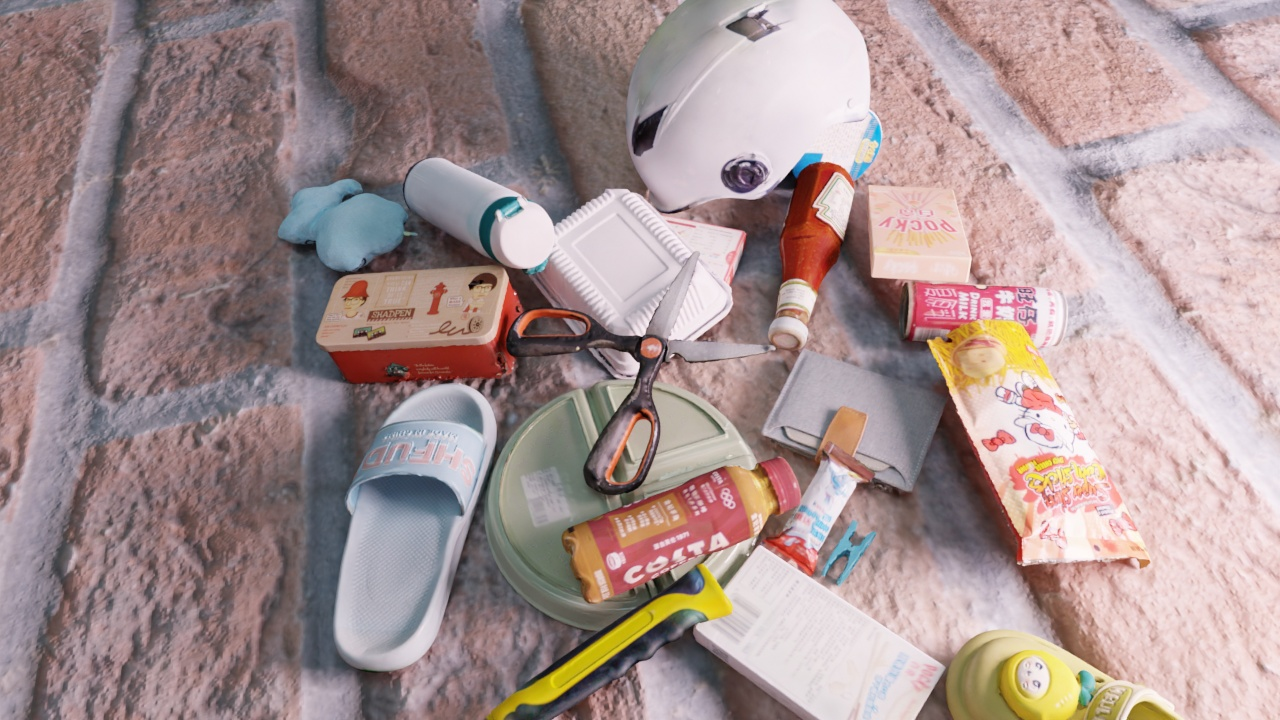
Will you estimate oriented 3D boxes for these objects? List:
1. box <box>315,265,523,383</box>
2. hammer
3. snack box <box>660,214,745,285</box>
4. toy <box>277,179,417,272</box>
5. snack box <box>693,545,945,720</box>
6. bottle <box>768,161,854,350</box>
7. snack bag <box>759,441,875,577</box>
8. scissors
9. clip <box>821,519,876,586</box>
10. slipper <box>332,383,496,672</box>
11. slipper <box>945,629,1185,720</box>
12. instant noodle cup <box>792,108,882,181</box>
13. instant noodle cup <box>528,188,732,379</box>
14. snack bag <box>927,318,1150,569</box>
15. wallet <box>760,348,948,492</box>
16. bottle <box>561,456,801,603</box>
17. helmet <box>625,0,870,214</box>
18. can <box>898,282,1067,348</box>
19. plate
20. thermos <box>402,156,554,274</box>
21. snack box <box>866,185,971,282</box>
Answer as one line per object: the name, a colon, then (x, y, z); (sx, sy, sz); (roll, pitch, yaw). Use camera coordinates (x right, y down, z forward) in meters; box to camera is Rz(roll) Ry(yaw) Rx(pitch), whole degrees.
box: (-0.195, -0.028, 0.839); (0.168, 0.078, 0.091); (-2, 53, 11)
hammer: (-0.083, 0.239, 0.628); (0.323, 0.032, 0.126); (-31, 55, -12)
snack box: (0.018, -0.108, 0.904); (0.156, 0.027, 0.076); (14, 55, 15)
toy: (-0.301, -0.141, 0.944); (0.156, 0.050, 0.161); (-5, 44, 11)
snack box: (0.124, 0.207, 0.652); (0.157, 0.027, 0.084); (31, 61, 25)
bottle: (0.158, -0.100, 0.868); (0.060, 0.060, 0.205); (11, 58, 13)
snack bag: (0.138, 0.115, 0.713); (0.048, 0.026, 0.104); (35, 78, 15)
scissors: (-0.005, 0.004, 0.756); (0.230, 0.022, 0.220); (1, 67, 12)
clip: (0.158, 0.147, 0.703); (0.046, 0.014, 0.056); (29, 59, 22)
slipper: (-0.184, 0.117, 0.719); (0.104, 0.074, 0.244); (2, 54, 7)
slipper: (0.297, 0.231, 0.586); (0.190, 0.082, 0.091); (25, 56, 19)
instant noodle cup: (0.184, -0.250, 0.962); (0.099, 0.099, 0.109); (-14, 46, -6)
instant noodle cup: (-0.016, -0.082, 0.842); (0.138, 0.060, 0.173); (-37, 64, -8)
snack bag: (0.304, 0.066, 0.716); (0.128, 0.073, 0.207); (7, 47, -24)
wallet: (0.177, 0.048, 0.764); (0.130, 0.037, 0.106); (20, 56, 20)
bottle: (0.032, 0.120, 0.673); (0.174, 0.057, 0.057); (-21, 54, -10)
helmet: (0.080, -0.273, 0.888); (0.259, 0.146, 0.228); (-28, 38, 21)
can: (0.300, -0.040, 0.810); (0.133, 0.053, 0.053); (3, 53, 7)
plate: (-0.015, 0.105, 0.743); (0.230, 0.027, 0.229); (-3, 52, 3)
thermos: (-0.154, -0.139, 0.873); (0.073, 0.073, 0.224); (-33, 36, -19)
snack box: (0.258, -0.123, 0.865); (0.084, 0.026, 0.156); (4, 33, 9)
